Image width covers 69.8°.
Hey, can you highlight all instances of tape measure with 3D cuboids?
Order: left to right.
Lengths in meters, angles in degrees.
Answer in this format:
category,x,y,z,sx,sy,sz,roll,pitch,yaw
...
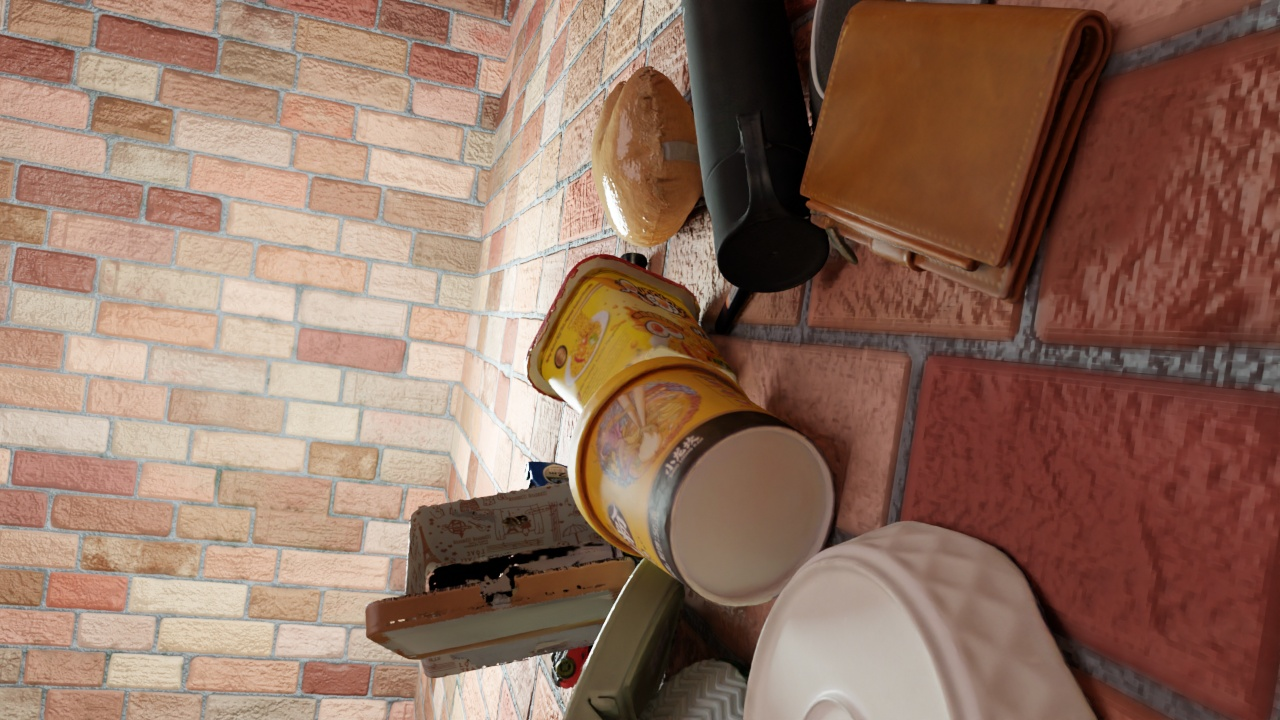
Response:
category,x,y,z,sx,sy,sz,roll,pitch,yaw
tape measure,-0.097,0.135,1.006,0.054,0.058,0.025,-111,33,-53

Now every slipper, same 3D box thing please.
category,x,y,z,sx,sy,sz,roll,pitch,yaw
slipper,0.017,0.286,0.495,0.245,0.074,0.104,-66,20,-5

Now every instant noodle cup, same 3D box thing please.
category,x,y,z,sx,sy,sz,roll,pitch,yaw
instant noodle cup,-0.004,0.004,0.643,0.116,0.116,0.123,-60,34,14
instant noodle cup,0.035,0.065,0.491,0.114,0.118,0.118,-155,73,-64

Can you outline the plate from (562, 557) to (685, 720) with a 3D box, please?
category,x,y,z,sx,sy,sz,roll,pitch,yaw
plate,-0.019,0.230,0.567,0.230,0.027,0.230,20,-91,-78

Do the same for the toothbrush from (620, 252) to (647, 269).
category,x,y,z,sx,sy,sz,roll,pitch,yaw
toothbrush,-0.009,0.004,0.821,0.026,0.027,0.212,34,-127,-57

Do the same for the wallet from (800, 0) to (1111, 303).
category,x,y,z,sx,sy,sz,roll,pitch,yaw
wallet,0.117,-0.087,0.383,0.130,0.035,0.119,-138,52,-57

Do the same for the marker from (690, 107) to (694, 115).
category,x,y,z,sx,sy,sz,roll,pitch,yaw
marker,0.034,-0.204,0.783,0.022,0.020,0.132,-64,17,4

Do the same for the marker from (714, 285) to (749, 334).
category,x,y,z,sx,sy,sz,roll,pitch,yaw
marker,0.072,-0.056,0.592,0.124,0.015,0.018,115,159,-52

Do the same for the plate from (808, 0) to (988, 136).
category,x,y,z,sx,sy,sz,roll,pitch,yaw
plate,0.120,-0.185,0.466,0.179,0.024,0.179,-172,91,-74

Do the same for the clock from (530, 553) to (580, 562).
category,x,y,z,sx,sy,sz,roll,pitch,yaw
clock,-0.086,0.196,0.895,0.116,0.056,0.160,112,179,-49

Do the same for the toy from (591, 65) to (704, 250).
category,x,y,z,sx,sy,sz,roll,pitch,yaw
toy,-0.002,-0.165,0.781,0.226,0.082,0.143,-136,47,-75

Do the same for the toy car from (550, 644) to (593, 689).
category,x,y,z,sx,sy,sz,roll,pitch,yaw
toy car,-0.055,0.247,0.845,0.049,0.031,0.106,164,125,-76

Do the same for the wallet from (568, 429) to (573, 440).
category,x,y,z,sx,sy,sz,roll,pitch,yaw
wallet,0.001,0.096,0.615,0.096,0.020,0.122,59,162,-23

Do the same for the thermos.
category,x,y,z,sx,sy,sz,roll,pitch,yaw
thermos,0.064,-0.157,0.538,0.090,0.068,0.242,77,-172,-52

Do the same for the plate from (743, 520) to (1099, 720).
category,x,y,z,sx,sy,sz,roll,pitch,yaw
plate,0.092,0.164,0.356,0.205,0.045,0.205,-172,91,-73

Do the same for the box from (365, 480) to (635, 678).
category,x,y,z,sx,sy,sz,roll,pitch,yaw
box,-0.096,0.177,0.705,0.271,0.179,0.132,-163,64,-84
